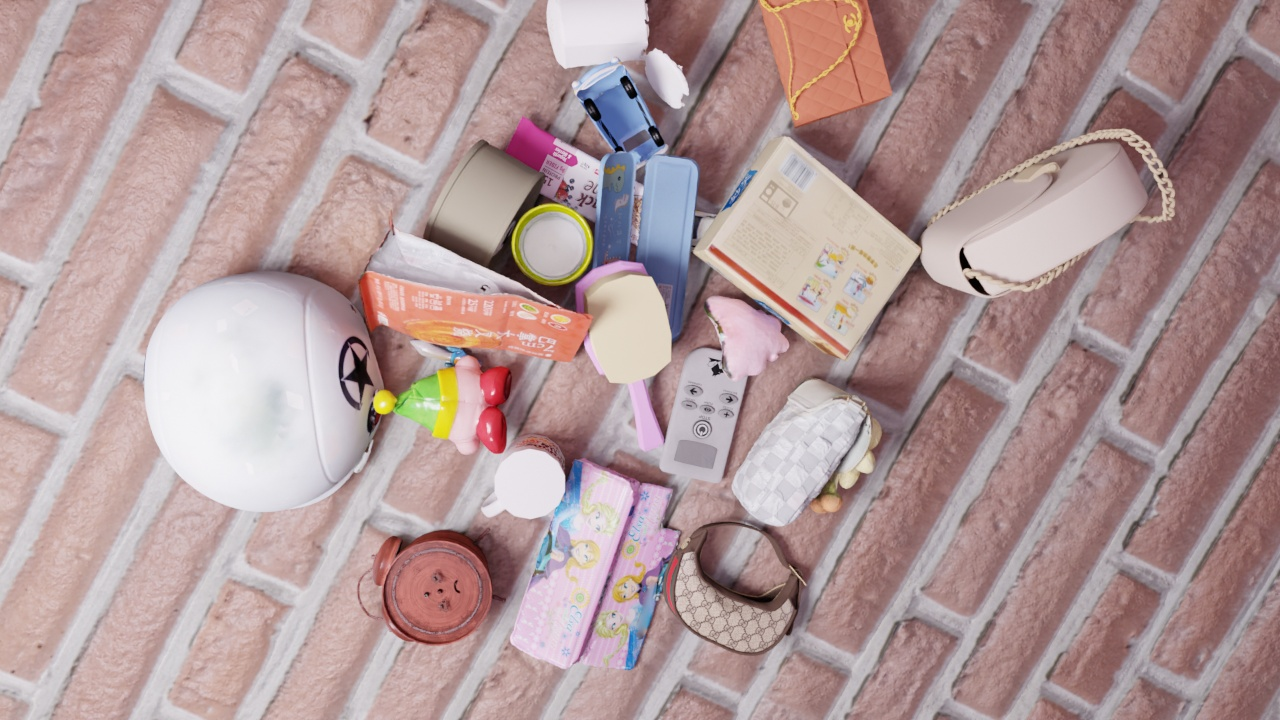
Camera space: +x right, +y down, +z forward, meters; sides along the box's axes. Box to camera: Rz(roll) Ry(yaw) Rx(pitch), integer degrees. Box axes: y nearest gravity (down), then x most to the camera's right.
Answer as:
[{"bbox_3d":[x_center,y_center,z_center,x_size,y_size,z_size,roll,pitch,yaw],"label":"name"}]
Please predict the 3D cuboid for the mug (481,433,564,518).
[{"bbox_3d":[-0.132,0.135,1.010,0.105,0.089,0.073,-39,98,0],"label":"mug"}]

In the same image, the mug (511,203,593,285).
[{"bbox_3d":[-0.093,-0.122,0.977,0.082,0.106,0.082,-1,96,-5],"label":"mug"}]

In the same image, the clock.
[{"bbox_3d":[-0.238,0.250,1.023,0.157,0.072,0.120,-12,97,-4],"label":"clock"}]

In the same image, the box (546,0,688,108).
[{"bbox_3d":[-0.024,-0.325,0.964,0.136,0.083,0.143,-9,70,-5],"label":"box"}]

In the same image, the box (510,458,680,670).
[{"bbox_3d":[-0.042,0.241,1.043,0.159,0.066,0.230,18,94,-7],"label":"box"}]

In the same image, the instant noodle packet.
[{"bbox_3d":[-0.165,-0.051,0.944,0.221,0.165,0.083,20,70,-6],"label":"instant noodle packet"}]

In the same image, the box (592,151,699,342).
[{"bbox_3d":[-0.002,-0.120,0.994,0.120,0.049,0.210,-1,111,-18],"label":"box"}]

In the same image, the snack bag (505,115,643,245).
[{"bbox_3d":[-0.057,-0.190,1.011,0.196,0.016,0.070,28,109,-7],"label":"snack bag"}]

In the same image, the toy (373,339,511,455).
[{"bbox_3d":[-0.210,0.039,0.995,0.131,0.097,0.124,3,84,8],"label":"toy"}]

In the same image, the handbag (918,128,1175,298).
[{"bbox_3d":[0.411,-0.142,0.962,0.209,0.210,0.103,-32,98,7],"label":"handbag"}]

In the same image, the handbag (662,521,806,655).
[{"bbox_3d":[0.113,0.261,1.061,0.166,0.063,0.138,27,85,-9],"label":"handbag"}]

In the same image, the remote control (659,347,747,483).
[{"bbox_3d":[0.074,0.062,1.053,0.074,0.019,0.151,13,95,-6],"label":"remote control"}]

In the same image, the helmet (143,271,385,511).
[{"bbox_3d":[-0.395,0.042,0.943,0.236,0.163,0.264,0,97,-4],"label":"helmet"}]

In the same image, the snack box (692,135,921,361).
[{"bbox_3d":[0.184,-0.120,1.008,0.207,0.055,0.153,35,89,-16],"label":"snack box"}]

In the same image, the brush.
[{"bbox_3d":[-0.006,0.006,0.993,0.089,0.043,0.229,-19,117,-11],"label":"brush"}]

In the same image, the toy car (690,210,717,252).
[{"bbox_3d":[0.087,-0.141,1.027,0.105,0.033,0.048,7,94,-6],"label":"toy car"}]

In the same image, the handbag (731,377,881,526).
[{"bbox_3d":[0.188,0.113,1.025,0.123,0.112,0.171,38,92,-14],"label":"handbag"}]

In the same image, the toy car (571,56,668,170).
[{"bbox_3d":[-0.021,-0.257,0.959,0.056,0.153,0.054,-30,61,8],"label":"toy car"}]

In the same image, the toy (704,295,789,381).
[{"bbox_3d":[0.121,-0.029,1.029,0.093,0.050,0.102,-6,71,-28],"label":"toy"}]

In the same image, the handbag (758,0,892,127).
[{"bbox_3d":[0.196,-0.355,1.000,0.109,0.060,0.172,-18,97,1],"label":"handbag"}]

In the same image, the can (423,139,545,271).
[{"bbox_3d":[-0.162,-0.158,0.957,0.073,0.128,0.128,30,93,-5],"label":"can"}]
